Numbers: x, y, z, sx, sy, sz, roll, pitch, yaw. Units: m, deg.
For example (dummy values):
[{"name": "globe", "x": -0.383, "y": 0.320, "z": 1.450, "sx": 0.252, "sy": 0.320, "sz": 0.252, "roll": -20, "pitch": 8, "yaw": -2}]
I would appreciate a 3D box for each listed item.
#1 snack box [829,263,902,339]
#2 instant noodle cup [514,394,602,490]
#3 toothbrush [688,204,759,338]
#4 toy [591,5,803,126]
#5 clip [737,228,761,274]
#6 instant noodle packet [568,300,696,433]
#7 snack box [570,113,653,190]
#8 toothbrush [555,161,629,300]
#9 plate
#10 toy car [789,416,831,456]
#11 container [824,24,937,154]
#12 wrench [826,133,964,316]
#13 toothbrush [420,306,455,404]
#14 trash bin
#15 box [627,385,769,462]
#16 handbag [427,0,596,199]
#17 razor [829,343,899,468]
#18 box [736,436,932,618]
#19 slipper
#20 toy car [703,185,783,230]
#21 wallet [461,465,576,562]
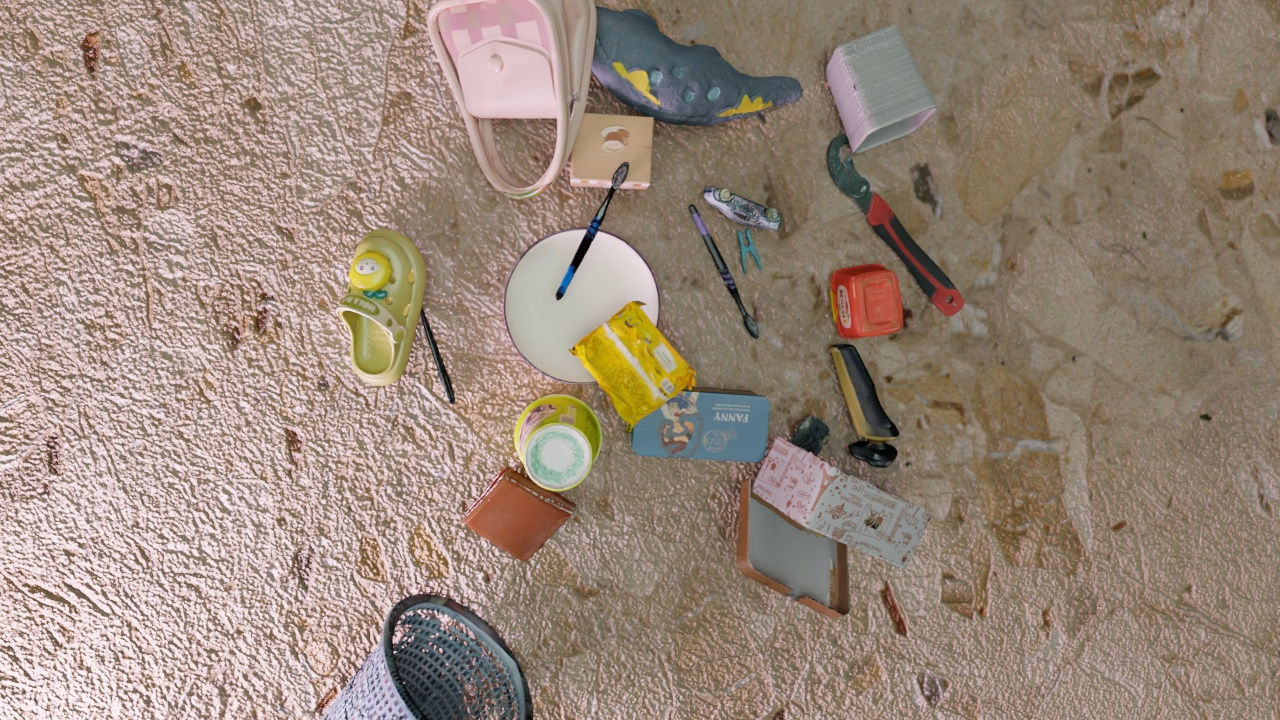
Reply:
[{"name": "snack box", "x": 0.284, "y": -0.072, "z": 1.134, "sx": 0.082, "sy": 0.080, "sz": 0.091, "roll": -10, "pitch": 97, "yaw": -3}, {"name": "instant noodle cup", "x": -0.100, "y": 0.105, "z": 1.107, "sx": 0.111, "sy": 0.123, "sz": 0.112, "roll": 0, "pitch": 97, "yaw": -4}, {"name": "toothbrush", "x": 0.105, "y": -0.111, "z": 1.151, "sx": 0.014, "sy": 0.016, "sz": 0.189, "roll": -27, "pitch": 96, "yaw": 0}, {"name": "toy", "x": 0.022, "y": -0.347, "z": 1.069, "sx": 0.356, "sy": 0.092, "sz": 0.137, "roll": 23, "pitch": 65, "yaw": -12}, {"name": "clip", "x": 0.135, "y": -0.138, "z": 1.150, "sx": 0.040, "sy": 0.014, "sz": 0.056, "roll": -14, "pitch": 99, "yaw": -3}, {"name": "instant noodle packet", "x": -0.006, "y": 0.006, "z": 1.091, "sx": 0.111, "sy": 0.044, "sz": 0.128, "roll": -38, "pitch": 81, "yaw": 7}, {"name": "snack box", "x": -0.035, "y": -0.245, "z": 1.085, "sx": 0.093, "sy": 0.094, "sz": 0.077, "roll": 3, "pitch": 96, "yaw": -4}, {"name": "toothbrush", "x": -0.058, "y": -0.146, "z": 1.063, "sx": 0.014, "sy": 0.016, "sz": 0.190, "roll": 24, "pitch": 116, "yaw": -14}, {"name": "plate", "x": -0.072, "y": -0.067, "z": 1.131, "sx": 0.192, "sy": 0.039, "sz": 0.192, "roll": 0, "pitch": 97, "yaw": -4}, {"name": "toy car", "x": 0.206, "y": 0.114, "z": 1.175, "sx": 0.043, "sy": 0.034, "sz": 0.090, "roll": 31, "pitch": 93, "yaw": -4}, {"name": "container", "x": 0.282, "y": -0.324, "z": 1.095, "sx": 0.090, "sy": 0.090, "sz": 0.114, "roll": -21, "pitch": 86, "yaw": -2}, {"name": "wrench", "x": 0.321, "y": -0.167, "z": 1.158, "sx": 0.056, "sy": 0.016, "sz": 0.273, "roll": -37, "pitch": 97, "yaw": 1}, {"name": "toothbrush", "x": -0.258, "y": -0.031, "z": 1.134, "sx": 0.018, "sy": 0.015, "sz": 0.181, "roll": -11, "pitch": 99, "yaw": 26}, {"name": "trash bin", "x": -0.276, "y": 0.430, "z": 1.105, "sx": 0.195, "sy": 0.226, "sz": 0.226, "roll": -43, "pitch": 98, "yaw": 14}, {"name": "box", "x": 0.077, "y": 0.078, "z": 1.149, "sx": 0.184, "sy": 0.061, "sz": 0.090, "roll": 2, "pitch": 97, "yaw": -3}, {"name": "handbag", "x": -0.140, "y": -0.302, "z": 1.040, "sx": 0.194, "sy": 0.093, "sz": 0.234, "roll": 11, "pitch": 114, "yaw": 37}, {"name": "razor", "x": 0.279, "y": 0.056, "z": 1.168, "sx": 0.068, "sy": 0.062, "sz": 0.167, "roll": -20, "pitch": 93, "yaw": 30}, {"name": "box", "x": 0.210, "y": 0.211, "z": 1.107, "sx": 0.182, "sy": 0.153, "sz": 0.178, "roll": 26, "pitch": 89, "yaw": -25}, {"name": "slipper", "x": -0.312, "y": -0.060, "z": 1.089, "sx": 0.092, "sy": 0.081, "sz": 0.190, "roll": 10, "pitch": 100, "yaw": 12}, {"name": "toy car", "x": 0.124, "y": -0.185, "z": 1.126, "sx": 0.105, "sy": 0.049, "sz": 0.031, "roll": 23, "pitch": 92, "yaw": -5}, {"name": "wallet", "x": -0.151, "y": 0.190, "z": 1.134, "sx": 0.101, "sy": 0.032, "sz": 0.125, "roll": 35, "pitch": 126, "yaw": -10}]
